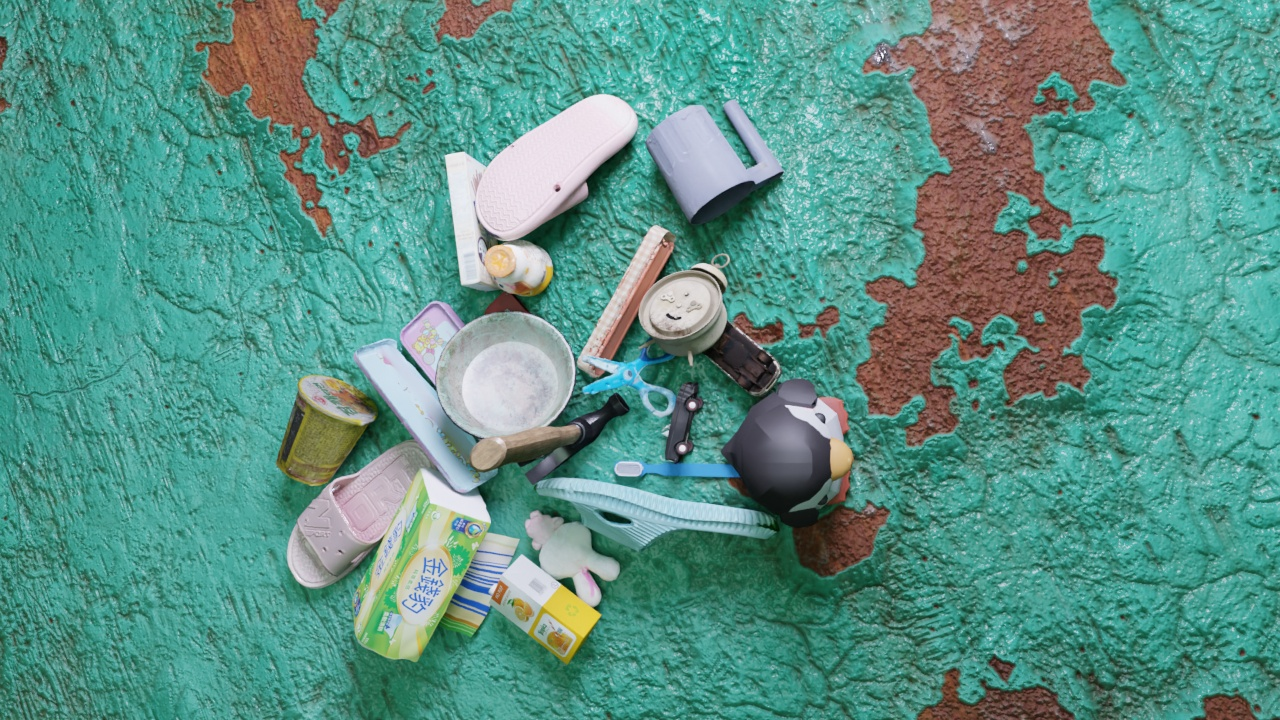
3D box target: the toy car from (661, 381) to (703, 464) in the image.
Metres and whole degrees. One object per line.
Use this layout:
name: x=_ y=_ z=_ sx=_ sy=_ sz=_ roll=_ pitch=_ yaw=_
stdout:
toy car: x=0.045 y=0.069 z=1.030 sx=0.037 sy=0.040 sz=0.092 roll=13 pitch=95 yaw=12

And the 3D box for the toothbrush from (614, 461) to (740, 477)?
toothbrush: x=0.051 y=0.125 z=1.043 sx=0.167 sy=0.014 sz=0.016 roll=0 pitch=89 yaw=12

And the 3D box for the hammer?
hammer: x=-0.102 y=0.085 z=0.928 sx=0.132 sy=0.305 sz=0.040 roll=-37 pitch=82 yaw=10

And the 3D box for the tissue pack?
tissue pack: x=-0.227 y=0.245 z=1.064 sx=0.141 sy=0.120 sz=0.198 roll=25 pitch=103 yaw=-25

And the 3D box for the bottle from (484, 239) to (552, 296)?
bottle: x=-0.141 y=-0.106 z=1.039 sx=0.063 sy=0.108 sz=0.063 roll=0 pitch=90 yaw=12

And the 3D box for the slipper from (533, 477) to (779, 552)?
slipper: x=0.012 y=0.176 z=1.004 sx=0.276 sy=0.116 sz=0.069 roll=9 pitch=78 yaw=8

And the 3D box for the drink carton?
drink carton: x=-0.113 y=0.283 z=1.053 sx=0.122 sy=0.040 sz=0.059 roll=35 pitch=128 yaw=10

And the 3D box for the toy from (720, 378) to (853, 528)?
toy: x=0.143 y=0.097 z=0.934 sx=0.140 sy=0.184 sz=0.159 roll=-1 pitch=88 yaw=11

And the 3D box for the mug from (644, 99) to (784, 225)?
mug: x=0.081 y=-0.224 z=1.013 sx=0.123 sy=0.084 sz=0.104 roll=-29 pitch=81 yaw=-13

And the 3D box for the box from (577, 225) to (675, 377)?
box: x=-0.020 y=-0.069 z=1.032 sx=0.054 sy=0.076 sz=0.187 roll=27 pitch=94 yaw=-23

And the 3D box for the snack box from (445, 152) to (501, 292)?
snack box: x=-0.192 y=-0.158 z=1.065 sx=0.026 sy=0.082 sz=0.150 roll=-8 pitch=88 yaw=11

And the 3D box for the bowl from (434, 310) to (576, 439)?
bowl: x=-0.151 y=0.023 z=1.041 sx=0.157 sy=0.039 sz=0.157 roll=0 pitch=68 yaw=0

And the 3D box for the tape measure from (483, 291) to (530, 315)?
tape measure: x=-0.157 y=-0.046 z=1.087 sx=0.051 sy=0.019 sz=0.059 roll=-42 pitch=82 yaw=9

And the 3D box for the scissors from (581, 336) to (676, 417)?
scissors: x=-0.009 y=0.004 z=1.020 sx=0.140 sy=0.013 sz=0.113 roll=20 pitch=80 yaw=-29

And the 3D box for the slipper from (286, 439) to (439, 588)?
slipper: x=-0.343 y=0.183 z=1.105 sx=0.239 sy=0.064 sz=0.094 roll=-40 pitch=82 yaw=8

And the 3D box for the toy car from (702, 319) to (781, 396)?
toy car: x=0.108 y=-0.006 z=1.022 sx=0.113 sy=0.040 sz=0.048 roll=43 pitch=98 yaw=27

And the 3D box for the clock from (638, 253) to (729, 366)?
clock: x=0.060 y=-0.062 z=1.013 sx=0.093 sy=0.054 sz=0.140 roll=19 pitch=66 yaw=35

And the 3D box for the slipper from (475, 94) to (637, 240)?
slipper: x=-0.095 y=-0.221 z=1.040 sx=0.221 sy=0.056 sz=0.107 roll=-43 pitch=65 yaw=-11

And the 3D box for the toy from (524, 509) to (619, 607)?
toy: x=-0.083 y=0.222 z=1.060 sx=0.125 sy=0.037 sz=0.076 roll=39 pitch=106 yaw=13

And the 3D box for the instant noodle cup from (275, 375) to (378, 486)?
instant noodle cup: x=-0.383 y=0.088 z=1.104 sx=0.102 sy=0.102 sz=0.108 roll=33 pitch=105 yaw=11

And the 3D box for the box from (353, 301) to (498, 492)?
box: x=-0.225 y=0.043 z=1.081 sx=0.139 sy=0.062 sz=0.214 roll=-36 pitch=81 yaw=-25
